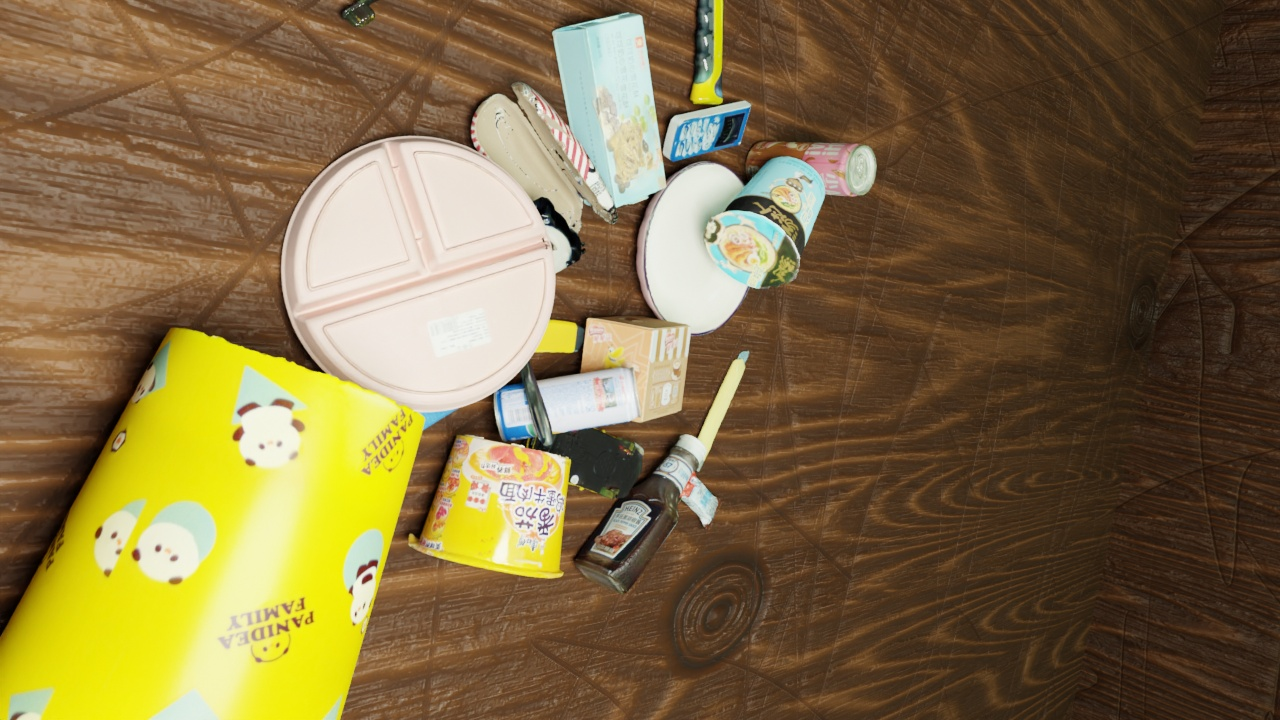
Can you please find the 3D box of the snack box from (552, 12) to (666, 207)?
[{"bbox_3d":[-0.028,-0.241,0.893,0.074,0.052,0.175,-29,121,-37],"label":"snack box"}]

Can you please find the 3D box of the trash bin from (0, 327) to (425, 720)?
[{"bbox_3d":[-0.276,0.129,0.624,0.229,0.230,0.255,31,73,-46],"label":"trash bin"}]

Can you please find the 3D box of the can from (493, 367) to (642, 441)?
[{"bbox_3d":[-0.068,0.041,0.871,0.134,0.053,0.053,-9,113,0],"label":"can"}]

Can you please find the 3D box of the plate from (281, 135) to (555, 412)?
[{"bbox_3d":[-0.172,-0.071,0.754,0.229,0.028,0.229,-1,92,-28],"label":"plate"}]

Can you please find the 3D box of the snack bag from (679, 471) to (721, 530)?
[{"bbox_3d":[0.072,0.169,1.123,0.105,0.026,0.045,50,57,-42],"label":"snack bag"}]

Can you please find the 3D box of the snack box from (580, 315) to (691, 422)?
[{"bbox_3d":[-0.006,0.006,0.948,0.092,0.077,0.094,-9,108,-62],"label":"snack box"}]

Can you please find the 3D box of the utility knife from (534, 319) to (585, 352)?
[{"bbox_3d":[-0.134,-0.025,0.867,0.208,0.015,0.033,1,98,-42],"label":"utility knife"}]

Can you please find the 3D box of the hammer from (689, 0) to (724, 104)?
[{"bbox_3d":[0.078,-0.437,0.964,0.125,0.032,0.323,-13,109,-42],"label":"hammer"}]

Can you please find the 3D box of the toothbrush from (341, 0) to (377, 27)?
[{"bbox_3d":[-0.161,-0.330,0.751,0.027,0.026,0.212,43,63,-1],"label":"toothbrush"}]

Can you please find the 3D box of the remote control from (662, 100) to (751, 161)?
[{"bbox_3d":[0.073,-0.253,1.006,0.124,0.024,0.049,-23,142,-39],"label":"remote control"}]

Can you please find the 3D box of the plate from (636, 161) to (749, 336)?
[{"bbox_3d":[0.059,-0.125,1.023,0.192,0.039,0.192,-14,110,-43],"label":"plate"}]

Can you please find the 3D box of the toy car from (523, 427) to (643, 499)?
[{"bbox_3d":[-0.058,0.102,0.961,0.155,0.041,0.071,27,81,-44],"label":"toy car"}]

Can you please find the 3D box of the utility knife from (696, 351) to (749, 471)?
[{"bbox_3d":[0.100,0.058,1.130,0.031,0.018,0.167,45,70,-47],"label":"utility knife"}]

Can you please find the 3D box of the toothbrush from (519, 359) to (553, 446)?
[{"bbox_3d":[-0.110,-0.009,0.841,0.015,0.018,0.181,-17,86,-6],"label":"toothbrush"}]

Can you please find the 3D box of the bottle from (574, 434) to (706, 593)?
[{"bbox_3d":[0.009,0.165,1.020,0.194,0.080,0.044,-52,126,-26],"label":"bottle"}]

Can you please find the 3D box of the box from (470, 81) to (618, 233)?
[{"bbox_3d":[-0.092,-0.172,0.842,0.088,0.076,0.163,-39,133,1],"label":"box"}]

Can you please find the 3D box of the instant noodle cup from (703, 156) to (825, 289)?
[{"bbox_3d":[0.144,-0.159,1.004,0.120,0.111,0.111,-57,134,-30],"label":"instant noodle cup"}]

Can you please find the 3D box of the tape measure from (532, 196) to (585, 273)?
[{"bbox_3d":[-0.095,-0.109,0.848,0.066,0.066,0.033,47,24,-37],"label":"tape measure"}]

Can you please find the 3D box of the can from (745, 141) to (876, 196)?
[{"bbox_3d":[0.193,-0.221,1.055,0.057,0.147,0.058,-14,110,-43],"label":"can"}]

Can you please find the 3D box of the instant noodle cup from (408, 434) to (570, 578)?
[{"bbox_3d":[-0.127,0.131,0.839,0.138,0.138,0.109,20,78,-47],"label":"instant noodle cup"}]

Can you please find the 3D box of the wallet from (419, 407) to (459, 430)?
[{"bbox_3d":[-0.179,0.001,0.804,0.132,0.040,0.106,-33,127,-25],"label":"wallet"}]
